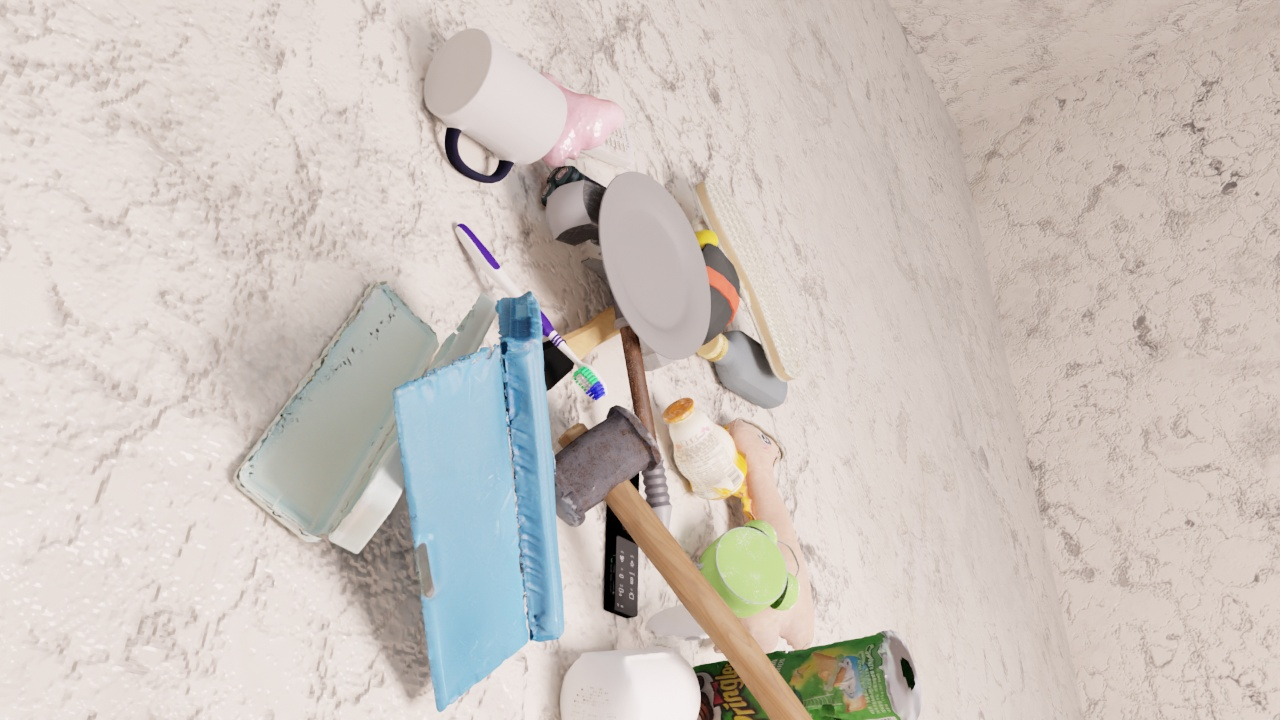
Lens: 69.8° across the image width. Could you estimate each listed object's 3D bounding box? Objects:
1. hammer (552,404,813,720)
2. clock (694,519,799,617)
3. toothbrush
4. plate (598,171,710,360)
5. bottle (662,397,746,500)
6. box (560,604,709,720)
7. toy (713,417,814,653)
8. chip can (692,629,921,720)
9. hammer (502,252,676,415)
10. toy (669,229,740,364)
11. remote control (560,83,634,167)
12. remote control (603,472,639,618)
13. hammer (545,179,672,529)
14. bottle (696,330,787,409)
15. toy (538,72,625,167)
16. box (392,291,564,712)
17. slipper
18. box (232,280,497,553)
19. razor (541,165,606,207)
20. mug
[{"bbox_3d":[0.043,0.182,0.722,0.097,0.052,0.328,-35,78,-23],"label":"hammer"},{"bbox_3d":[0.106,0.207,0.902,0.119,0.043,0.094,-9,63,-32],"label":"clock"},{"bbox_3d":[-0.090,-0.040,0.747,0.186,0.015,0.016,49,41,3],"label":"toothbrush"},{"bbox_3d":[0.013,-0.086,0.845,0.178,0.012,0.178,28,54,-49],"label":"plate"},{"bbox_3d":[0.063,0.090,0.938,0.108,0.063,0.063,59,32,-23],"label":"bottle"},{"bbox_3d":[0.010,0.250,0.739,0.159,0.085,0.118,24,62,-53],"label":"box"},{"bbox_3d":[0.118,0.181,0.985,0.195,0.065,0.264,12,58,-46],"label":"toy"},{"bbox_3d":[0.115,0.277,0.760,0.075,0.224,0.075,40,40,-43],"label":"chip can"},{"bbox_3d":[-0.064,-0.010,0.812,0.327,0.039,0.131,-37,105,-58],"label":"hammer"},{"bbox_3d":[0.056,-0.063,0.982,0.099,0.098,0.119,43,49,-31],"label":"toy"},{"bbox_3d":[-0.053,-0.246,0.970,0.138,0.025,0.060,5,70,-58],"label":"remote control"},{"bbox_3d":[-0.016,0.153,0.824,0.034,0.013,0.149,36,45,-45],"label":"remote control"},{"bbox_3d":[-0.005,0.003,0.826,0.155,0.043,0.322,9,67,-55],"label":"hammer"},{"bbox_3d":[0.121,0.004,1.098,0.161,0.046,0.072,28,51,-50],"label":"bottle"},{"bbox_3d":[-0.074,-0.225,0.876,0.050,0.102,0.093,83,30,-71],"label":"toy"},{"bbox_3d":[-0.085,0.090,0.600,0.172,0.066,0.232,-56,148,-61],"label":"box"},{"bbox_3d":[0.121,-0.092,1.100,0.114,0.052,0.263,-14,79,-63],"label":"slipper"},{"bbox_3d":[-0.175,0.021,0.594,0.096,0.086,0.198,31,40,-10],"label":"box"},{"bbox_3d":[-0.047,-0.160,0.919,0.052,0.047,0.142,56,21,23],"label":"razor"},{"bbox_3d":[-0.128,-0.209,0.787,0.096,0.079,0.112,23,83,-52],"label":"mug"}]
